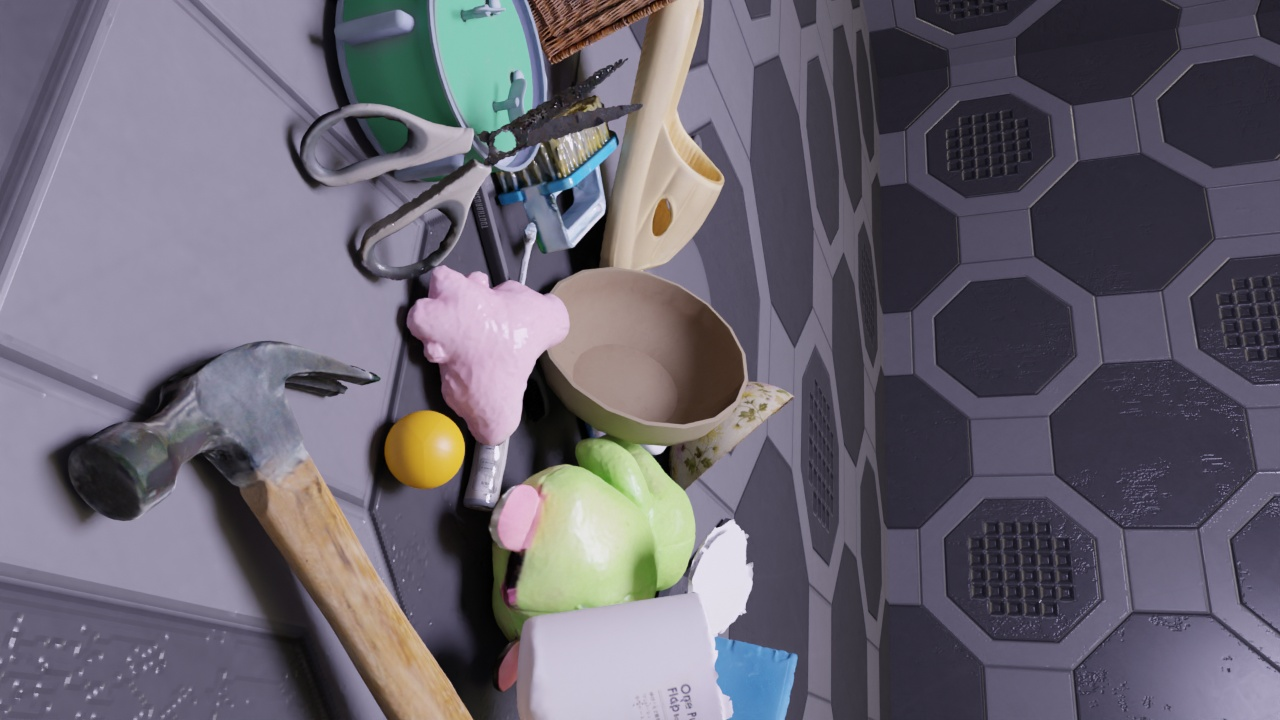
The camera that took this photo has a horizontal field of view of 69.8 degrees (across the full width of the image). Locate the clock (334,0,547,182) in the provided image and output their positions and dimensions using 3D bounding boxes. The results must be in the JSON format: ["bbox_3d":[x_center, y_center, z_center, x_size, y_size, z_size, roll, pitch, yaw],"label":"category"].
[{"bbox_3d":[-0.093,-0.171,0.505,0.161,0.075,0.122,-67,147,-51],"label":"clock"}]

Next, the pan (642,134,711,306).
[{"bbox_3d":[0.048,-0.101,0.937,0.216,0.024,0.353,58,34,-51],"label":"pan"}]

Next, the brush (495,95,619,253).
[{"bbox_3d":[-0.048,-0.134,0.644,0.135,0.055,0.075,-60,136,-56],"label":"brush"}]

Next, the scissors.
[{"bbox_3d":[-0.080,-0.095,0.453,0.012,0.164,0.150,-121,-138,-50],"label":"scissors"}]

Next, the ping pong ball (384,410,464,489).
[{"bbox_3d":[-0.110,0.046,0.470,0.040,0.040,0.040,-3,90,-69],"label":"ping pong ball"}]

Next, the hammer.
[{"bbox_3d":[-0.103,0.141,0.408,0.330,0.033,0.132,66,22,-19],"label":"hammer"}]

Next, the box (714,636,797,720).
[{"bbox_3d":[0.057,0.341,0.739,0.230,0.112,0.094,-62,152,-51],"label":"box"}]

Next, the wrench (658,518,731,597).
[{"bbox_3d":[0.059,0.208,0.916,0.272,0.018,0.073,-25,119,-70],"label":"wrench"}]

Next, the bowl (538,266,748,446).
[{"bbox_3d":[-0.004,0.004,0.650,0.152,0.152,0.051,-69,-177,-48],"label":"bowl"}]

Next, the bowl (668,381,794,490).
[{"bbox_3d":[0.070,0.059,0.869,0.063,0.145,0.145,49,20,8],"label":"bowl"}]

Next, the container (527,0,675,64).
[{"bbox_3d":[-0.002,-0.300,0.597,0.113,0.199,0.113,55,30,-33],"label":"container"}]

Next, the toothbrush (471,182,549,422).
[{"bbox_3d":[-0.085,-0.036,0.593,0.013,0.013,0.167,-44,127,-53],"label":"toothbrush"}]

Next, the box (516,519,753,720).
[{"bbox_3d":[0.007,0.151,0.507,0.136,0.147,0.084,-106,-171,-72],"label":"box"}]

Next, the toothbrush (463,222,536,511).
[{"bbox_3d":[-0.082,0.000,0.565,0.024,0.022,0.185,116,-17,-72],"label":"toothbrush"}]

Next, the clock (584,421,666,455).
[{"bbox_3d":[-0.005,0.032,0.739,0.125,0.052,0.089,-32,115,-70],"label":"clock"}]

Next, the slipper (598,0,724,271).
[{"bbox_3d":[0.026,-0.151,0.697,0.111,0.079,0.262,-58,162,-65],"label":"slipper"}]

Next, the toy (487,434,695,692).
[{"bbox_3d":[-0.026,0.125,0.595,0.196,0.107,0.150,-43,139,-69],"label":"toy"}]

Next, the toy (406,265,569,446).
[{"bbox_3d":[-0.090,-0.013,0.519,0.096,0.053,0.099,41,66,-36],"label":"toy"}]
